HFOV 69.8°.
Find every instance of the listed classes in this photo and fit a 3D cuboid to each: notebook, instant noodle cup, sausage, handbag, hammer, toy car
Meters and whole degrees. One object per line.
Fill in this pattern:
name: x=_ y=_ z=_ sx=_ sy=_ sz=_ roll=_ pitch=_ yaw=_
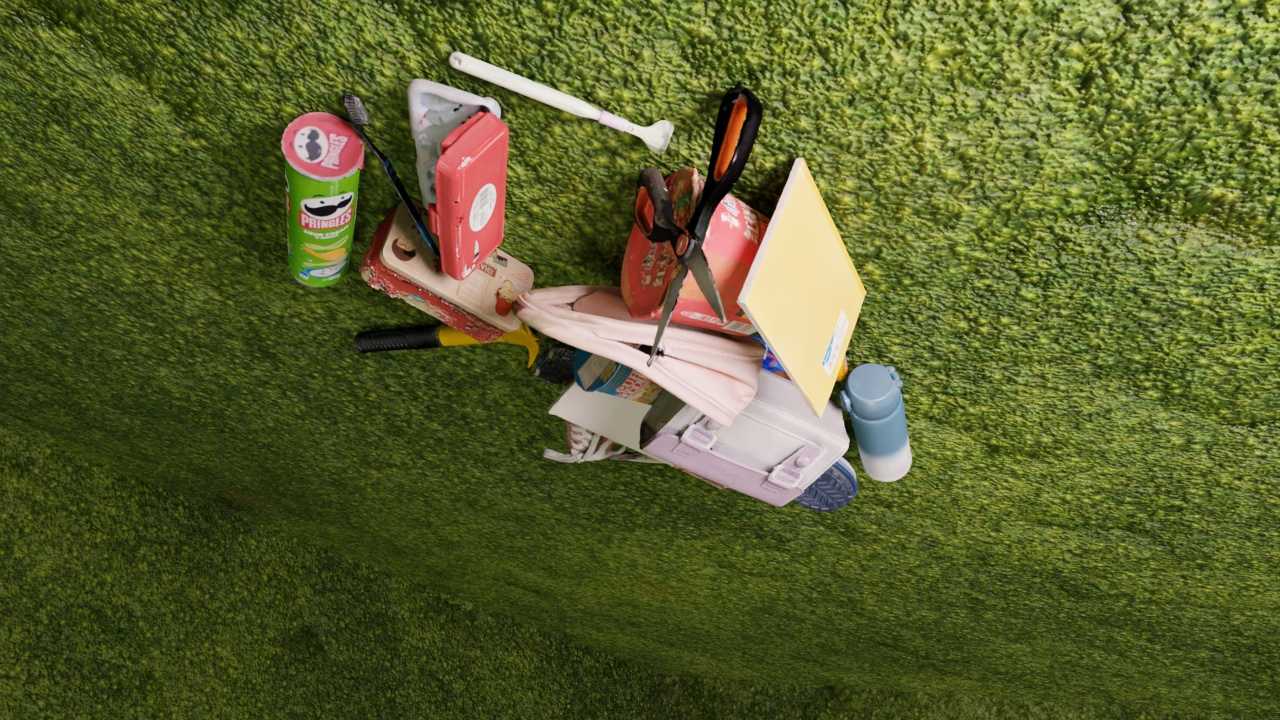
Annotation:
notebook: x=0.150 y=-0.057 z=0.812 sx=0.010 sy=0.145 sz=0.206 roll=10 pitch=157 yaw=35
instant noodle cup: x=-0.006 y=0.006 z=1.086 sx=0.109 sy=0.099 sz=0.099 roll=23 pitch=154 yaw=-35
sausage: x=0.209 y=-0.019 z=0.995 sx=0.021 sy=0.021 sz=0.165 roll=4 pitch=152 yaw=20
handbag: x=-0.014 y=-0.024 z=0.890 sx=0.234 sy=0.093 sz=0.193 roll=17 pitch=-170 yaw=-34
notebook: x=0.007 y=0.062 z=1.203 sx=0.209 sy=0.012 sz=0.151 roll=27 pitch=126 yaw=-27
hammer: x=-0.255 y=-0.031 z=1.193 sx=0.301 sy=0.032 sz=0.129 roll=-3 pitch=148 yaw=30
handbag: x=0.116 y=0.083 z=1.054 sx=0.197 sy=0.098 sz=0.145 roll=24 pitch=129 yaw=-17
toy car: x=-0.104 y=0.002 z=1.183 sx=0.049 sy=0.031 sz=0.106 roll=22 pitch=152 yaw=-14
instant noodle cup: x=0.062 y=-0.086 z=0.818 sx=0.108 sy=0.137 sz=0.138 roll=18 pitch=155 yaw=-27

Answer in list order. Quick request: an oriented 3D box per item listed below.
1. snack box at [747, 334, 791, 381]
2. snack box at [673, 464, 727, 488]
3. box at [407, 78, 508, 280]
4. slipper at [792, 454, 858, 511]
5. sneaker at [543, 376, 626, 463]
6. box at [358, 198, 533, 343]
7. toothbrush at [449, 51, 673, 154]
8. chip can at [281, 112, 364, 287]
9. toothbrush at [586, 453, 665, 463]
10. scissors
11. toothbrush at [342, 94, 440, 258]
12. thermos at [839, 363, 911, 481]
snack box: x=0.128 y=0.004 z=1.077 sx=0.157 sy=0.026 sz=0.085 roll=24 pitch=153 yaw=-21
snack box: x=0.091 y=0.152 z=1.392 sx=0.153 sy=0.026 sz=0.075 roll=28 pitch=150 yaw=-27
box: x=-0.176 y=-0.169 z=0.841 sx=0.100 sy=0.095 sz=0.202 roll=37 pitch=156 yaw=7
slipper: x=0.173 y=0.100 z=1.175 sx=0.252 sy=0.095 sz=0.105 roll=31 pitch=124 yaw=-11
sneaker: x=-0.074 y=0.102 z=1.302 sx=0.118 sy=0.087 sz=0.241 roll=12 pitch=154 yaw=3
box: x=-0.210 y=-0.089 z=0.987 sx=0.168 sy=0.091 sz=0.078 roll=29 pitch=147 yaw=-28
toothbrush: x=-0.065 y=-0.213 z=0.750 sx=0.189 sy=0.020 sz=0.029 roll=19 pitch=124 yaw=-8
chip can: x=-0.325 y=-0.154 z=0.936 sx=0.072 sy=0.072 sz=0.237 roll=20 pitch=154 yaw=-12
toothbrush: x=-0.021 y=0.157 z=1.470 sx=0.188 sy=0.016 sz=0.017 roll=-2 pitch=158 yaw=30
scissors: x=0.035 y=-0.109 z=0.734 sx=0.021 sy=0.233 sz=0.221 roll=14 pitch=-164 yaw=-26
toothbrush: x=-0.232 y=-0.171 z=0.877 sx=0.016 sy=0.014 sz=0.190 roll=-8 pitch=133 yaw=17
thermos: x=0.285 y=0.076 z=1.100 sx=0.070 sy=0.070 sz=0.220 roll=3 pitch=152 yaw=22
